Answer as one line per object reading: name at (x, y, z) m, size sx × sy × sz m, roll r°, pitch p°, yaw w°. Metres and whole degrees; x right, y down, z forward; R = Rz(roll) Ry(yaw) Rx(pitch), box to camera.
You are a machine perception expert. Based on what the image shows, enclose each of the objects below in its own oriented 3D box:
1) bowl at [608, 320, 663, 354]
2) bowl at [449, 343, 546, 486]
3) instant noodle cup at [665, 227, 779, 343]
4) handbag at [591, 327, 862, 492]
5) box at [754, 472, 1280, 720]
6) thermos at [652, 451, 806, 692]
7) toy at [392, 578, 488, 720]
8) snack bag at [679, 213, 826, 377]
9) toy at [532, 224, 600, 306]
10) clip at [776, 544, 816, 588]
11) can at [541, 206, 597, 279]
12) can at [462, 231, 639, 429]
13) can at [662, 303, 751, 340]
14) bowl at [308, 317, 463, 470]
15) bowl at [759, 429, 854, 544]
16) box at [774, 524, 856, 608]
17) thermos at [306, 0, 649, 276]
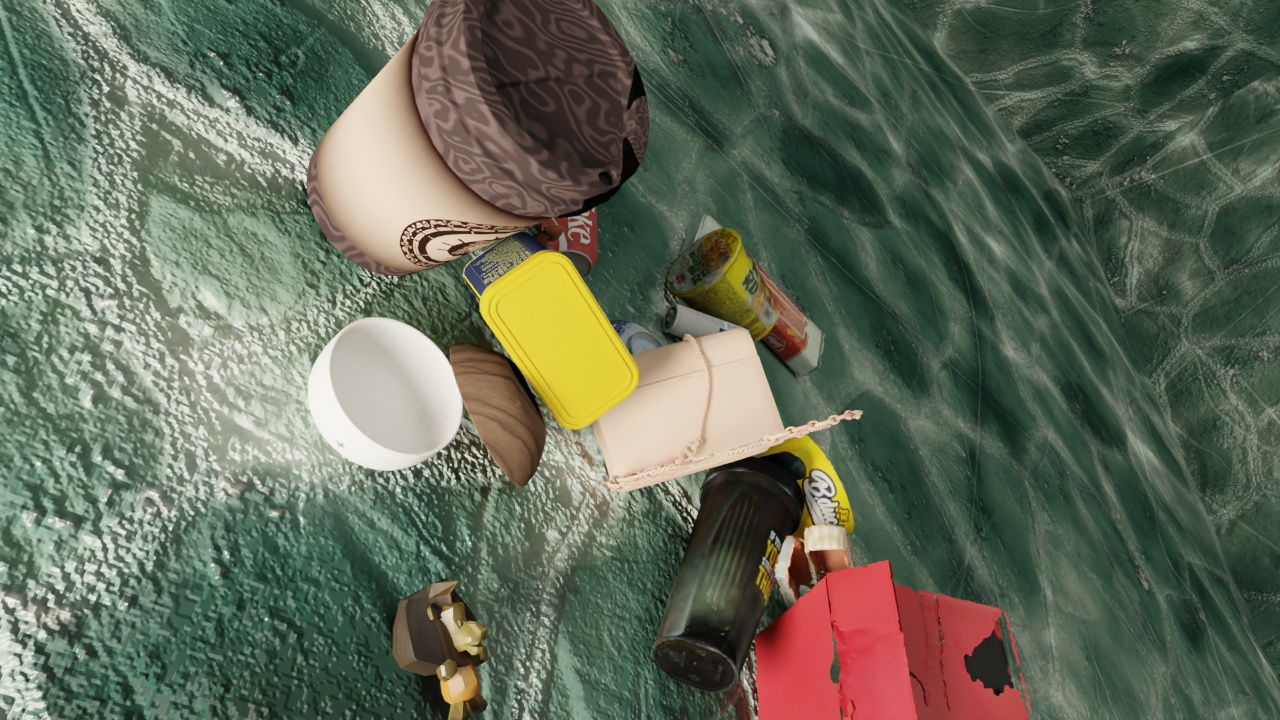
bowl at (-0.005, 0.005, 0.865) m, size 0.114 × 0.045 × 0.114 m, roll 30°, pitch 42°, yaw -32°
bowl at (-0.099, 0.034, 0.689) m, size 0.119 × 0.032 × 0.119 m, roll 64°, pitch 2°, yaw -6°
instant noodle cup at (0.098, -0.076, 1.019) m, size 0.108 × 0.102 × 0.102 m, roll 45°, pitch 35°, yaw -29°
handbag at (0.054, 0.025, 0.746) m, size 0.198 × 0.187 × 0.116 m, roll -15°, pitch 80°, yaw -11°
box at (0.239, 0.237, 0.655) m, size 0.107 × 0.411 × 0.211 m, roll 35°, pitch 39°, yaw -31°
thermos at (0.077, 0.171, 0.791) m, size 0.098 × 0.098 × 0.220 m, roll 45°, pitch 42°, yaw -16°
toy at (-0.119, 0.189, 0.572) m, size 0.076 × 0.063 × 0.100 m, roll 9°, pitch 59°, yaw -70°
snack bag at (0.139, -0.077, 1.110) m, size 0.225 × 0.041 × 0.077 m, roll 44°, pitch 37°, yaw -19°
toy at (-0.074, -0.064, 0.792) m, size 0.090 × 0.103 × 0.070 m, roll 30°, pitch 29°, yaw -15°
clip at (0.152, 0.203, 0.900) m, size 0.045 × 0.054 × 0.048 m, roll -9°, pitch 93°, yaw -34°
can at (-0.069, -0.126, 0.888) m, size 0.054 × 0.054 × 0.096 m, roll 27°, pitch 44°, yaw -34°
can at (-0.074, -0.028, 0.726) m, size 0.135 × 0.075 × 0.104 m, roll 58°, pitch -7°, yaw -27°
can at (0.072, -0.031, 0.978) m, size 0.095 × 0.032 × 0.032 m, roll 18°, pitch 48°, yaw -22°
bowl at (-0.180, 0.027, 0.633) m, size 0.105 × 0.054 × 0.104 m, roll 28°, pitch 45°, yaw -33°
bowl at (0.152, 0.134, 0.912) m, size 0.117 × 0.067 × 0.117 m, roll 62°, pitch -9°, yaw 16°
box at (0.159, 0.193, 0.812) m, size 0.054 × 0.078 × 0.187 m, roll 46°, pitch -8°, yaw 32°
thermos at (-0.130, -0.157, 0.669) m, size 0.172 × 0.227 × 0.172 m, roll 20°, pitch 61°, yaw -42°
